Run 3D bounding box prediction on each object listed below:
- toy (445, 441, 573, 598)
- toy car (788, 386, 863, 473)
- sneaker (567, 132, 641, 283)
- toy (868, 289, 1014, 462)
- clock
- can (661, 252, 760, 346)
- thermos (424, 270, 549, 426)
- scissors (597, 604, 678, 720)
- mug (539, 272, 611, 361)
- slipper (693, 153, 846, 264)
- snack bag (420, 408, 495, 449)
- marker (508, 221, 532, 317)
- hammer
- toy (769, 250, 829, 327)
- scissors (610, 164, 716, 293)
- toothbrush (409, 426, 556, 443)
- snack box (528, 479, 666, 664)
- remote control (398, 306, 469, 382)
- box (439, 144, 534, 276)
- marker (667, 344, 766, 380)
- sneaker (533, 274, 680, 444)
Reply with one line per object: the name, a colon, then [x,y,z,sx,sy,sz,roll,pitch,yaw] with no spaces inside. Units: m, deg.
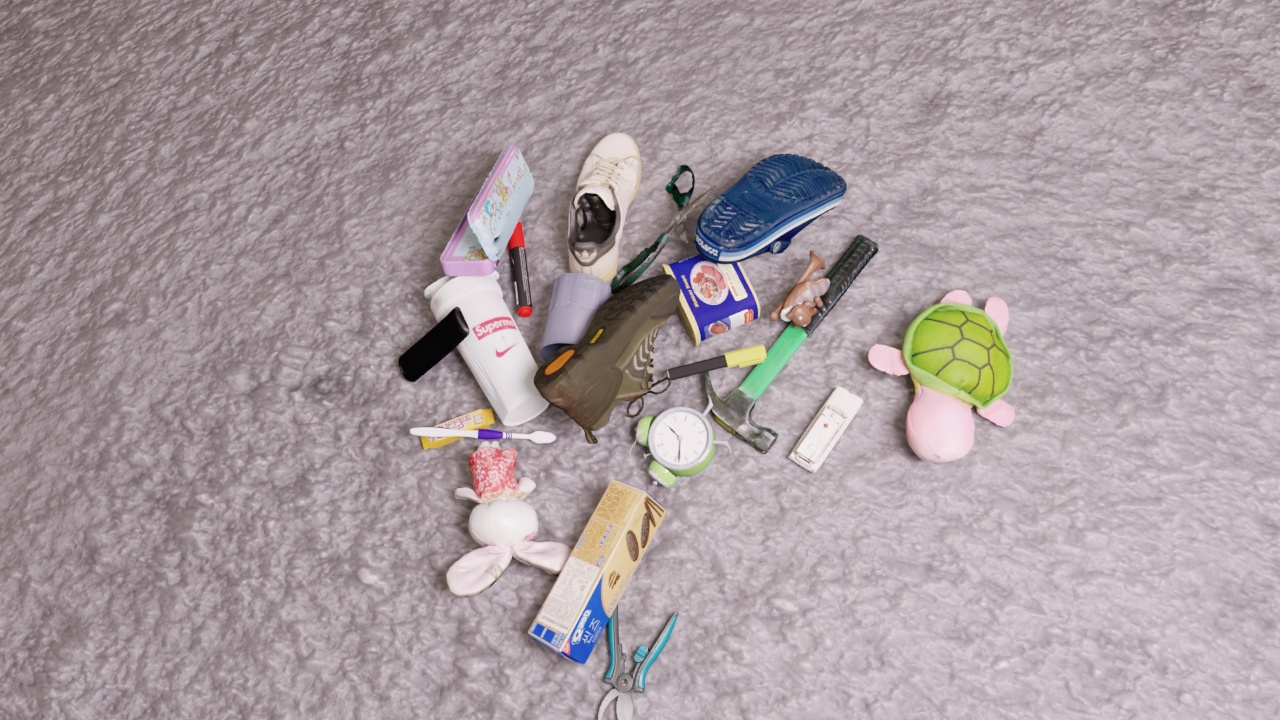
toy: [-0.170,0.183,1.108,0.159,0.084,0.194,-11,61,-18]
toy car: [0.226,0.081,1.114,0.039,0.039,0.113,32,75,20]
sneaker: [-0.057,-0.224,1.251,0.089,0.102,0.241,5,67,10]
toy: [0.373,0.014,1.095,0.190,0.088,0.237,29,68,1]
clock: [0.045,0.103,1.127,0.119,0.042,0.094,-20,66,4]
can: [0.092,-0.089,1.197,0.092,0.056,0.116,-22,66,-3]
thermos: [-0.194,-0.025,1.196,0.099,0.099,0.220,-30,71,-5]
scissors: [-0.014,0.336,1.051,0.155,0.019,0.124,-40,67,-10]
mug: [-0.063,-0.046,1.196,0.124,0.084,0.103,13,65,-12]
slipper: [0.161,-0.189,1.200,0.252,0.095,0.105,-32,59,-32]
snack bag: [-0.237,0.088,1.189,0.099,0.020,0.026,-20,64,-1]
marker: [-0.168,-0.126,1.270,0.024,0.021,0.144,-25,62,30]
hammer: [0.201,-0.039,1.174,0.130,0.032,0.318,35,75,21]
toy: [0.208,-0.084,1.155,0.055,0.041,0.101,33,81,42]
scissors: [0.026,-0.181,1.240,0.202,0.015,0.201,-43,26,21]
toothbrush: [-0.200,0.094,1.168,0.186,0.016,0.015,3,91,0]
snack box: [-0.048,0.245,1.069,0.056,0.057,0.206,15,69,39]
remote control: [-0.269,-0.019,1.188,0.152,0.020,0.041,-34,77,38]
box: [-0.205,-0.207,1.223,0.089,0.093,0.213,0,38,9]
marker: [0.095,0.005,1.142,0.124,0.017,0.021,-14,65,3]
sneaker: [-0.007,0.006,1.118,0.237,0.143,0.101,-46,25,-28]
